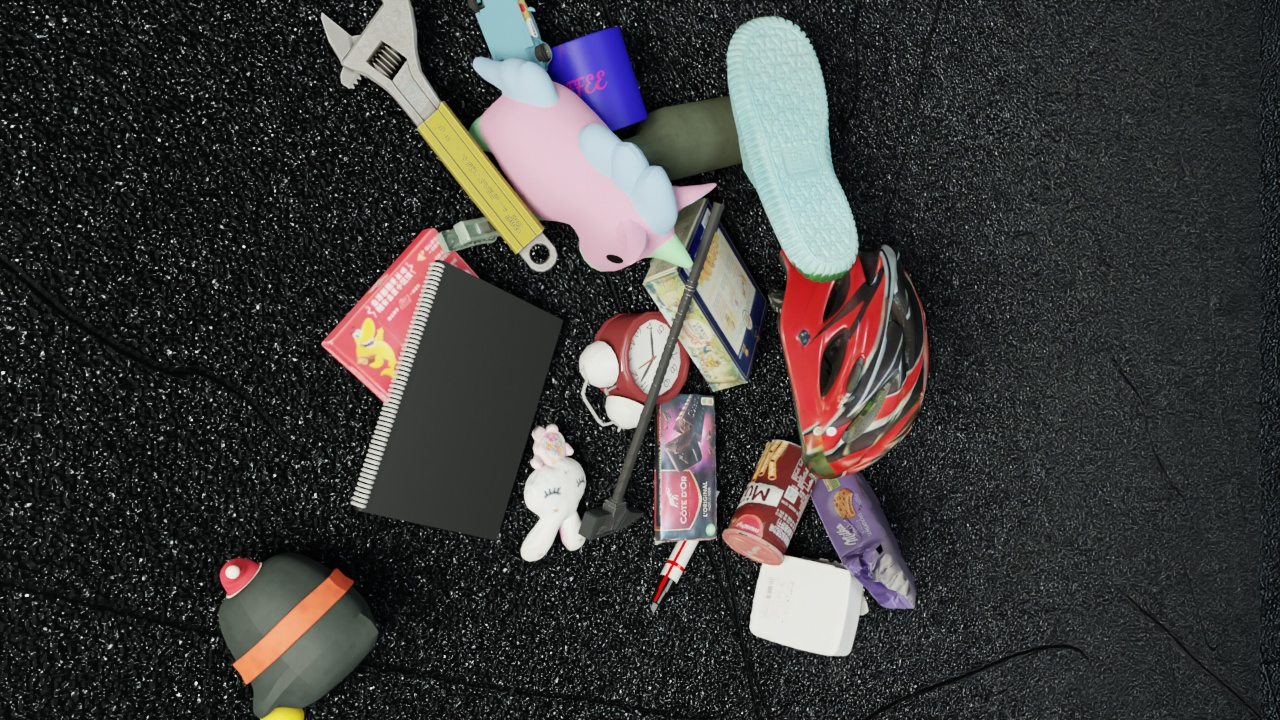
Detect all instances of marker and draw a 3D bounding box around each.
[{"bbox_3d":[0.045,0.197,0.958,0.019,0.019,0.145,46,62,-30],"label":"marker"}]

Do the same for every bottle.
[{"bbox_3d":[0.048,-0.222,0.925,0.206,0.072,0.071,-22,104,-38],"label":"bottle"}]

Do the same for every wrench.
[{"bbox_3d":[-0.154,-0.185,0.743,0.083,0.018,0.273,-39,103,1],"label":"wrench"}]

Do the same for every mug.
[{"bbox_3d":[-0.039,-0.256,0.855,0.083,0.079,0.111,71,24,-16],"label":"mug"}]

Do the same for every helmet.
[{"bbox_3d":[0.218,-0.005,0.974,0.217,0.167,0.271,55,36,-53],"label":"helmet"}]

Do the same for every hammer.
[{"bbox_3d":[0.022,0.012,0.849,0.094,0.015,0.325,-1,113,-60],"label":"hammer"}]

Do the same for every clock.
[{"bbox_3d":[-0.005,0.005,0.895,0.137,0.048,0.096,-47,118,-32],"label":"clock"}]

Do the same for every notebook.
[{"bbox_3d":[-0.148,0.038,0.774,0.149,0.016,0.206,26,77,-48],"label":"notebook"}]

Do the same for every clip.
[{"bbox_3d":[-0.138,-0.109,0.780,0.076,0.047,0.023,-33,102,-62],"label":"clip"}]

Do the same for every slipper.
[{"bbox_3d":[0.143,-0.206,0.914,0.115,0.070,0.276,-13,85,-30],"label":"slipper"}]

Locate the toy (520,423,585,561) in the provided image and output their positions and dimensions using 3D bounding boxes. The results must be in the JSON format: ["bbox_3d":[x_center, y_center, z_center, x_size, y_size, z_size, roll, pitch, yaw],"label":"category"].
[{"bbox_3d":[-0.078,0.120,0.839,0.075,0.037,0.125,-10,104,-48],"label":"toy"}]

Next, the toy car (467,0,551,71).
[{"bbox_3d":[-0.111,-0.292,0.799,0.027,0.060,0.108,-39,114,-46],"label":"toy car"}]

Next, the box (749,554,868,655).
[{"bbox_3d":[0.203,0.277,1.045,0.130,0.110,0.103,32,68,-56],"label":"box"}]

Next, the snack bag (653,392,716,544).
[{"bbox_3d":[0.046,0.109,0.948,0.074,0.018,0.155,4,83,-34],"label":"snack bag"}]

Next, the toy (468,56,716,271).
[{"bbox_3d":[-0.052,-0.166,0.774,0.119,0.171,0.222,-46,118,-31],"label":"toy"}]

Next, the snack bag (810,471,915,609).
[{"bbox_3d":[0.243,0.180,1.028,0.058,0.205,0.096,-35,124,12],"label":"snack bag"}]

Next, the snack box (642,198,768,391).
[{"bbox_3d":[0.071,-0.067,0.929,0.145,0.043,0.144,56,33,-25],"label":"snack box"}]

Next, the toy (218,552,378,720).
[{"bbox_3d":[-0.252,0.187,0.660,0.100,0.097,0.119,-42,94,14],"label":"toy"}]

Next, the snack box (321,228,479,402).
[{"bbox_3d":[-0.186,-0.032,0.759,0.089,0.021,0.132,50,60,-29],"label":"snack box"}]

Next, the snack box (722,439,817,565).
[{"bbox_3d":[0.146,0.155,1.010,0.072,0.072,0.121,44,62,-31],"label":"snack box"}]
